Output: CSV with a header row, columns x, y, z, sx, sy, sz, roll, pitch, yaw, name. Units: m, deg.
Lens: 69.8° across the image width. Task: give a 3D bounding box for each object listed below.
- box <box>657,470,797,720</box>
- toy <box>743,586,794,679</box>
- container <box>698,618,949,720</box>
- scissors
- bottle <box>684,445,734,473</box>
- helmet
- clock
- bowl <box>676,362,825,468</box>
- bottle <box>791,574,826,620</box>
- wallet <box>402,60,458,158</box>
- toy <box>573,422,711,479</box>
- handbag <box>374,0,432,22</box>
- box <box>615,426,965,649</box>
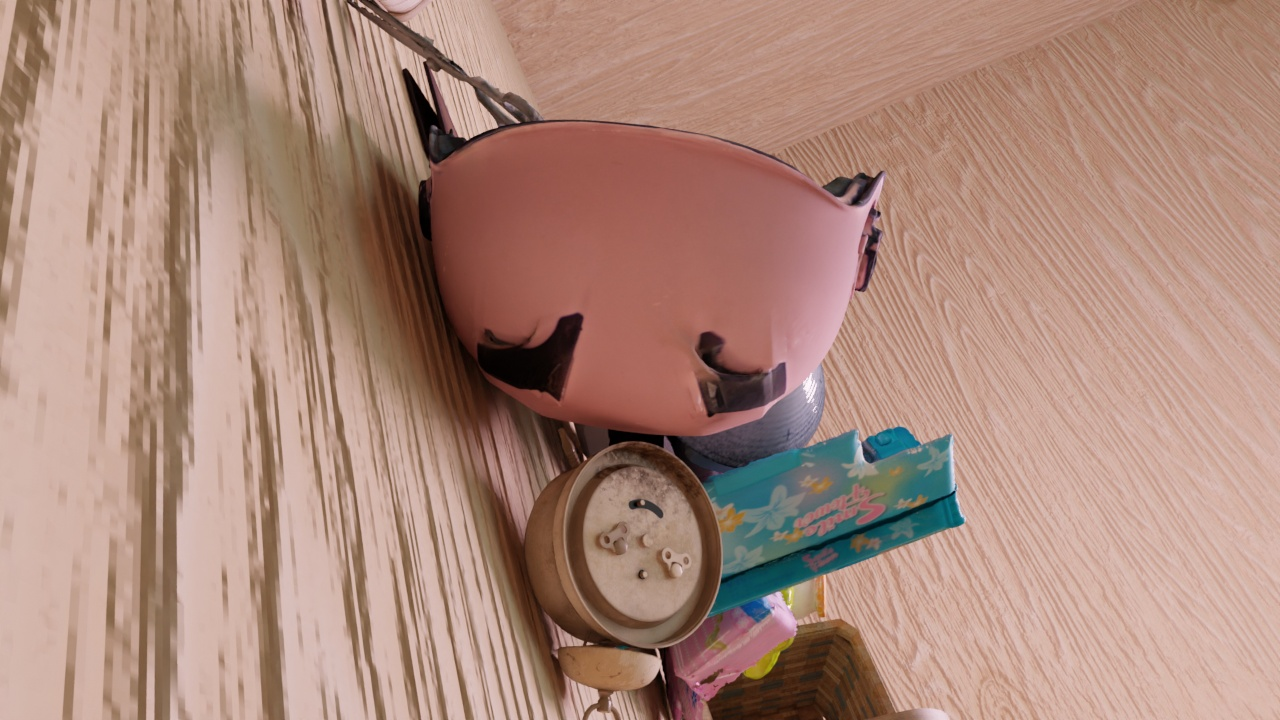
x,y,z,sx,sy,sz,roll,pitch,yaw,name
0.031,0.169,0.682,0.062,0.161,0.230,22,19,-16,box
0.081,0.186,0.682,0.094,0.093,0.036,5,-38,49,toy
0.129,0.300,0.641,0.249,0.157,0.187,-110,-162,-44,container
-0.104,-0.164,0.511,0.161,0.014,0.118,41,-8,-21,scissors
0.076,0.001,0.666,0.046,0.072,0.161,135,-33,-58,bottle
-0.003,-0.039,0.474,0.255,0.230,0.152,179,-79,-86,helmet
-0.013,0.106,0.425,0.093,0.055,0.140,24,60,-32,clock
0.075,-0.002,0.605,0.137,0.136,0.057,69,-27,15,bowl
0.096,0.189,0.749,0.063,0.109,0.063,-2,89,-77,bottle
-0.136,-0.147,0.665,0.116,0.018,0.091,70,-1,-62,wallet
-0.004,0.004,0.691,0.159,0.140,0.184,-109,176,-57,toy
-0.100,-0.300,0.573,0.175,0.198,0.062,-86,154,-85,handbag
0.077,0.102,0.550,0.170,0.227,0.085,61,8,-77,box
